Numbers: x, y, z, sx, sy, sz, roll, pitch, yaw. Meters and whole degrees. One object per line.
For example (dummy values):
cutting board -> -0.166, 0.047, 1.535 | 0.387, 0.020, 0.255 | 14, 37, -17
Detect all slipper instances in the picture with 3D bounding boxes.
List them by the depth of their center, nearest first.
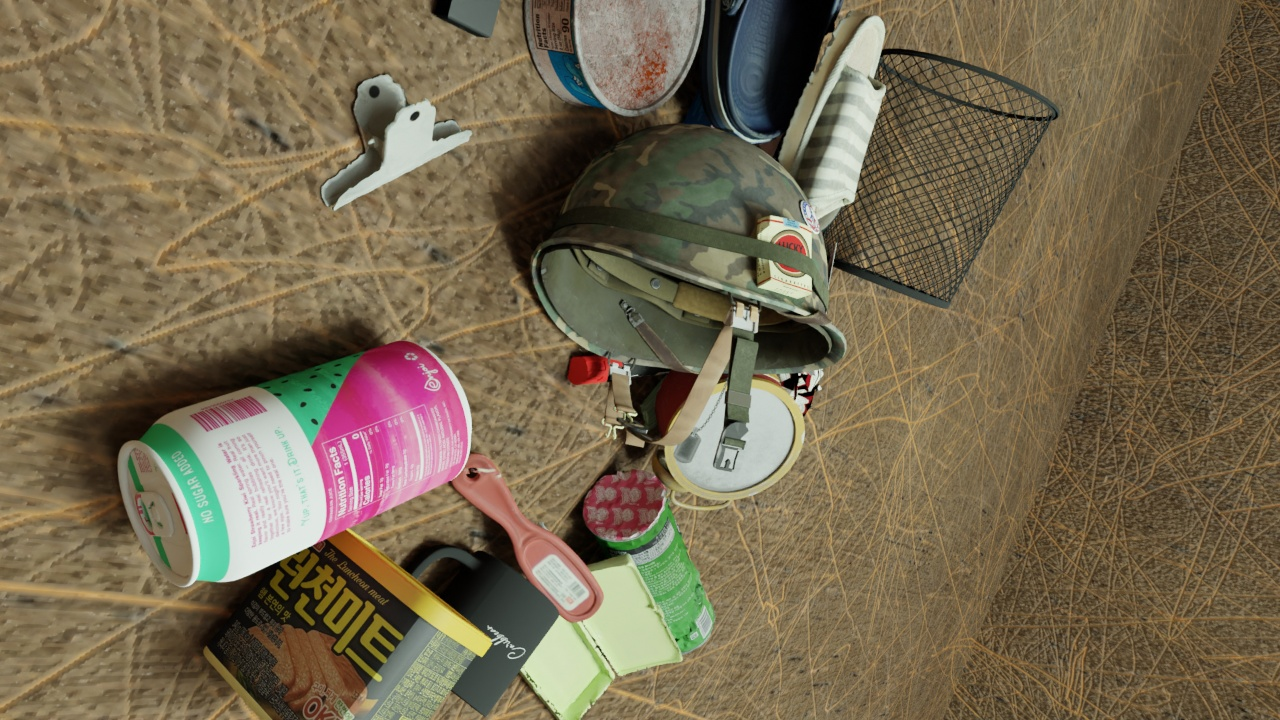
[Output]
slipper -> 0.105, -0.283, 0.656 | 0.105, 0.095, 0.253 | -3, 105, -30
slipper -> 0.137, -0.133, 0.727 | 0.114, 0.054, 0.273 | -29, 141, -61

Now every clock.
clock -> 0.067, 0.062, 0.789 | 0.117, 0.081, 0.159 | 6, 117, -14
clock -> 0.146, 0.017, 0.868 | 0.154, 0.065, 0.115 | -78, -179, -54

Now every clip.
clip -> -0.137, -0.128, 0.509 | 0.101, 0.041, 0.054 | -40, 155, -36

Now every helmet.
helmet -> 0.036, -0.037, 0.626 | 0.224, 0.193, 0.235 | 33, 67, -16

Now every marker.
marker -> -0.004, 0.004, 0.758 | 0.144, 0.021, 0.024 | -4, 134, -53

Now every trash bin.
trash bin -> 0.283, -0.175, 0.924 | 0.183, 0.184, 0.210 | 4, 110, -54

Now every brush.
brush -> -0.085, 0.129, 0.682 | 0.041, 0.030, 0.172 | -37, 115, -5
brush -> 0.069, -0.009, 0.860 | 0.217, 0.012, 0.033 | -42, 138, -35

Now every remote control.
remote control -> -0.081, -0.261, 0.513 | 0.034, 0.013, 0.150 | 6, 102, -55

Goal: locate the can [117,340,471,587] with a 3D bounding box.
can -> -0.175, 0.050, 0.489 | 0.165, 0.088, 0.088 | -23, 126, -46

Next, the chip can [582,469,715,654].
chip can -> 0.014, 0.190, 0.839 | 0.075, 0.075, 0.223 | -50, 143, -25

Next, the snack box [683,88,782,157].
snack box -> 0.077, -0.190, 0.744 | 0.088, 0.033, 0.154 | 30, 83, -50

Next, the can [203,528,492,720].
can -> -0.169, 0.163, 0.525 | 0.101, 0.131, 0.072 | -53, 143, -17

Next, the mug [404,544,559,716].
mug -> -0.125, 0.182, 0.653 | 0.113, 0.078, 0.087 | 49, 65, -24

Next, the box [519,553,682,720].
box -> -0.045, 0.243, 0.804 | 0.140, 0.048, 0.188 | -28, 135, -5

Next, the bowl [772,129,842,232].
bowl -> 0.140, -0.174, 0.821 | 0.115, 0.059, 0.116 | -30, 130, -42

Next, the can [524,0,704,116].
can -> -0.014, -0.228, 0.596 | 0.129, 0.044, 0.130 | -30, 130, -42
